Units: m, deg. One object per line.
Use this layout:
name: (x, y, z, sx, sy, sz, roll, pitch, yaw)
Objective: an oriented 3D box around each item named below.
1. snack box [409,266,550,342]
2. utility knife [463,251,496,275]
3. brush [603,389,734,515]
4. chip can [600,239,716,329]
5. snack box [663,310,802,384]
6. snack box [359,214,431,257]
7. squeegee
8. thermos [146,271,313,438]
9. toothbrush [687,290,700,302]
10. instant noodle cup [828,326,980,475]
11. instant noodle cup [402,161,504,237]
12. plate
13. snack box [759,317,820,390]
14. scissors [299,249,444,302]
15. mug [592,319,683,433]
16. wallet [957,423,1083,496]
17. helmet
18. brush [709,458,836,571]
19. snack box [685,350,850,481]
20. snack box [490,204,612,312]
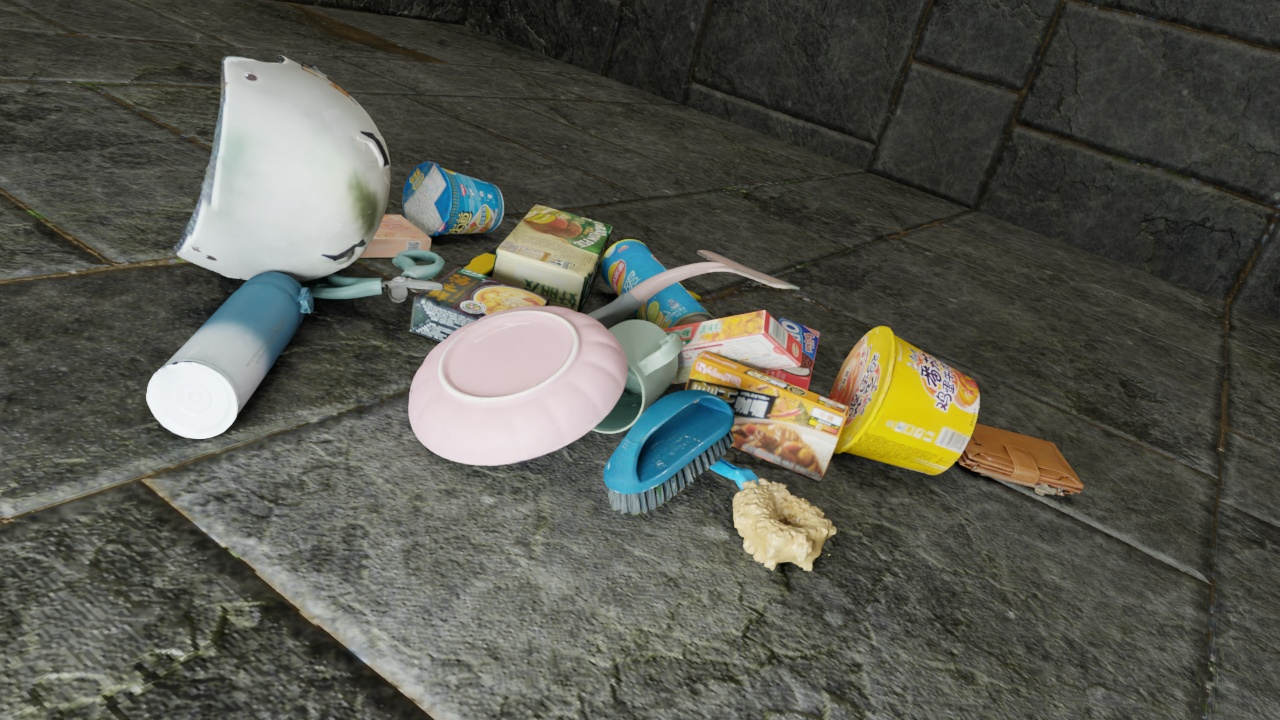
snack box: (-0.165, -0.050, 0.978, 0.113, 0.053, 0.125, 19, 28, 7)
utility knife: (-0.205, -0.105, 1.111, 0.033, 0.015, 0.170, 14, 24, 11)
brush: (0.025, 0.066, 0.761, 0.055, 0.074, 0.143, 19, 37, 39)
chip can: (0.020, -0.074, 1.107, 0.071, 0.071, 0.210, 3, 28, -27)
snack box: (0.076, -0.010, 0.924, 0.156, 0.027, 0.077, -9, -31, 37)
snack box: (-0.343, -0.152, 1.114, 0.157, 0.026, 0.084, -6, 32, -42)
squeegee: (0.005, -0.064, 0.970, 0.249, 0.040, 0.247, -25, 20, -9)
thermos: (-0.331, -0.016, 0.763, 0.070, 0.070, 0.220, 12, 24, -9)
toothbrush: (0.021, -0.118, 1.288, 0.015, 0.017, 0.190, -5, 30, -38)
instant noodle cup: (0.267, 0.047, 0.933, 0.110, 0.138, 0.137, 21, 22, -8)
instant noodle cup: (-0.247, -0.210, 1.237, 0.099, 0.099, 0.109, 31, 20, 32)
plate: (-0.108, 0.008, 0.780, 0.192, 0.039, 0.192, -7, 39, 6)
snack box: (0.160, 0.013, 1.027, 0.057, 0.058, 0.207, 22, 24, 7)
scissors: (-0.281, -0.084, 0.959, 0.180, 0.019, 0.170, -7, 23, -10)
mug: (-0.005, 0.005, 0.868, 0.082, 0.112, 0.106, 58, 31, -6)
wallet: (0.407, 0.105, 1.015, 0.132, 0.031, 0.107, 14, 22, -1)
helmet: (-0.329, -0.174, 0.913, 0.157, 0.230, 0.274, 18, 5, -7)
brush: (0.076, 0.101, 0.807, 0.083, 0.046, 0.255, -4, 26, -30)
snack box: (0.116, 0.053, 0.884, 0.154, 0.075, 0.026, 22, 25, 13)
snack box: (-0.110, -0.132, 1.173, 0.114, 0.063, 0.239, 16, 23, -2)
